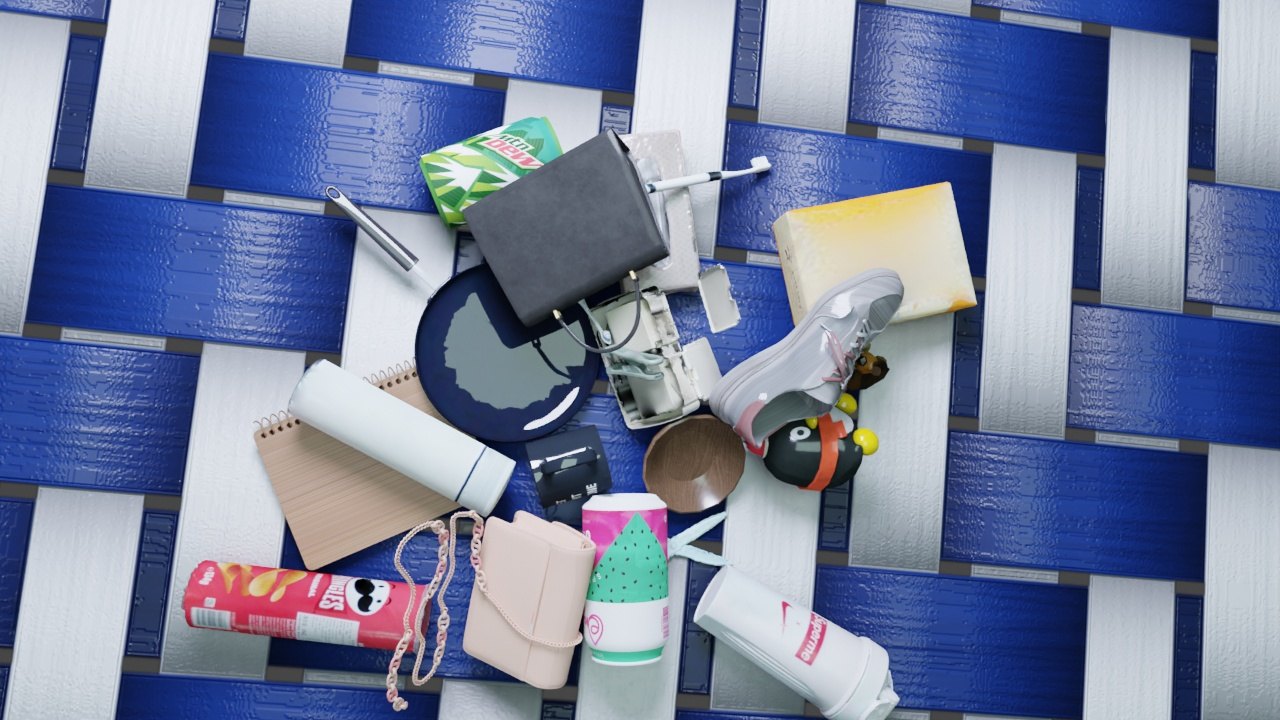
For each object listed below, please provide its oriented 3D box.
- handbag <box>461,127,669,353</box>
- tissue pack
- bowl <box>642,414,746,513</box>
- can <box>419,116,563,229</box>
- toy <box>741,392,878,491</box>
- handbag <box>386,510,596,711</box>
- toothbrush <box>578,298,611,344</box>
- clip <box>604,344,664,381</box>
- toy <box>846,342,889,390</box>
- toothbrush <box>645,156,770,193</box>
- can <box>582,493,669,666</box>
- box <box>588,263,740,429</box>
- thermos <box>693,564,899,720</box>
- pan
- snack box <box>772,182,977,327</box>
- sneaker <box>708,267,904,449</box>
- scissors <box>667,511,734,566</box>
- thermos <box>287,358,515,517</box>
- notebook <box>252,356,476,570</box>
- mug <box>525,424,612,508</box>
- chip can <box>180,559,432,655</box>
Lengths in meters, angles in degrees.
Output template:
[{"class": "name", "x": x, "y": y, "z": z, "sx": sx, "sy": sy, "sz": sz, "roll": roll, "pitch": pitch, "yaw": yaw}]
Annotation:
[{"class": "handbag", "x": -0.059, "y": -0.101, "z": 0.937, "sx": 0.176, "sy": 0.072, "sz": 0.195, "roll": -26, "pitch": 79, "yaw": 12}, {"class": "tissue pack", "x": 0.007, "y": -0.162, "z": 1.015, "sx": 0.104, "sy": 0.071, "sz": 0.181, "roll": -7, "pitch": 89, "yaw": -8}, {"class": "bowl", "x": 0.055, "y": 0.108, "z": 0.999, "sx": 0.117, "sy": 0.030, "sz": 0.118, "roll": -5, "pitch": 111, "yaw": -14}, {"class": "can", "x": -0.157, "y": -0.204, "z": 0.990, "sx": 0.144, "sy": 0.083, "sz": 0.083, "roll": -22, "pitch": 88, "yaw": -8}, {"class": "toy", "x": 0.179, "y": 0.093, "z": 0.992, "sx": 0.119, "sy": 0.100, "sz": 0.097, "roll": 0, "pitch": 40, "yaw": -18}, {"class": "handbag", "x": -0.140, "y": 0.255, "z": 0.886, "sx": 0.117, "sy": 0.186, "sz": 0.199, "roll": 18, "pitch": 101, "yaw": 30}, {"class": "toothbrush", "x": -0.083, "y": -0.092, "z": 0.999, "sx": 0.022, "sy": 0.024, "sz": 0.185, "roll": -26, "pitch": 74, "yaw": -27}, {"class": "clip", "x": -0.006, "y": 0.003, "z": 0.953, "sx": 0.023, "sy": 0.076, "sz": 0.047, "roll": -22, "pitch": 114, "yaw": -41}, {"class": "toy", "x": 0.242, "y": 0.004, "z": 1.008, "sx": 0.076, "sy": 0.100, "sz": 0.062, "roll": 15, "pitch": 90, "yaw": -6}, {"class": "toothbrush", "x": 0.070, "y": -0.204, "z": 1.014, "sx": 0.186, "sy": 0.012, "sz": 0.017, "roll": -17, "pitch": 78, "yaw": -30}, {"class": "can", "x": -0.015, "y": 0.223, "z": 0.951, "sx": 0.088, "sy": 0.088, "sz": 0.166, "roll": -1, "pitch": 85, "yaw": -6}, {"class": "box", "x": 0.058, "y": -0.021, "z": 0.971, "sx": 0.100, "sy": 0.195, "sz": 0.143, "roll": -22, "pitch": 94, "yaw": -43}, {"class": "thermos", "x": 0.167, "y": 0.308, "z": 0.977, "sx": 0.220, "sy": 0.099, "sz": 0.099, "roll": 31, "pitch": 82, "yaw": 1}, {"class": "pan", "x": -0.201, "y": -0.063, "z": 0.988, "sx": 0.356, "sy": 0.021, "sz": 0.198, "roll": 42, "pitch": 74, "yaw": -5}, {"class": "snack box", "x": 0.264, "y": -0.109, "z": 1.028, "sx": 0.195, "sy": 0.081, "sz": 0.145, "roll": -11, "pitch": 87, "yaw": -7}, {"class": "sneaker", "x": 0.186, "y": 0.007, "z": 0.932, "sx": 0.236, "sy": 0.099, "sz": 0.089, "roll": -39, "pitch": 53, "yaw": 7}, {"class": "scissors", "x": 0.015, "y": 0.195, "z": 1.009, "sx": 0.172, "sy": 0.014, "sz": 0.158, "roll": -30, "pitch": 89, "yaw": -8}, {"class": "thermos", "x": -0.242, "y": 0.080, "z": 0.942, "sx": 0.230, "sy": 0.068, "sz": 0.068, "roll": 29, "pitch": 82, "yaw": -4}, {"class": "notebook", "x": -0.284, "y": 0.103, "z": 0.980, "sx": 0.210, "sy": 0.022, "sz": 0.169, "roll": -23, "pitch": 88, "yaw": -8}, {"class": "mug", "x": -0.075, "y": 0.109, "z": 0.960, "sx": 0.077, "sy": 0.105, "sz": 0.071, "roll": -15, "pitch": 81, "yaw": -8}, {"class": "chip can", "x": -0.336, "y": 0.251, "z": 0.937, "sx": 0.233, "sy": 0.073, "sz": 0.073, "roll": 8, "pitch": 84, "yaw": -5}]
